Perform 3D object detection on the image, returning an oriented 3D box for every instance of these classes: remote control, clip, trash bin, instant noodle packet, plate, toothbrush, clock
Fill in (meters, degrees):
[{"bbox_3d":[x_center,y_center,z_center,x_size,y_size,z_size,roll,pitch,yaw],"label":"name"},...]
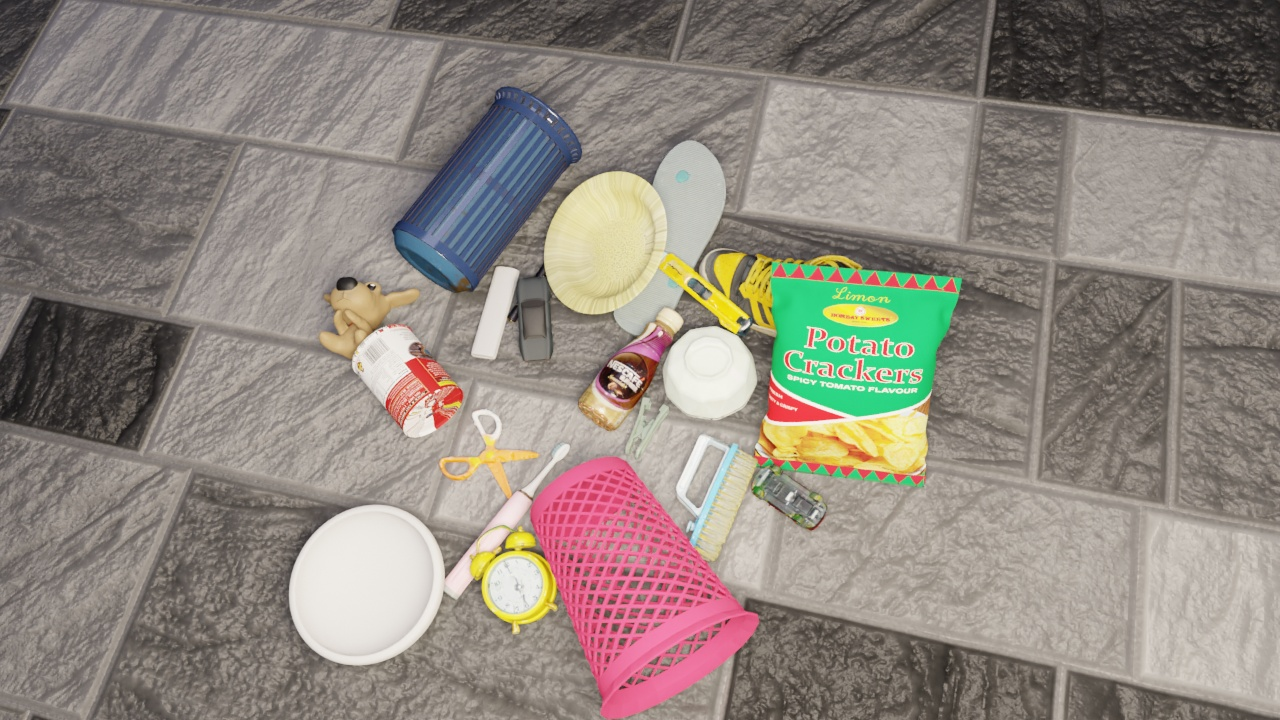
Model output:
[{"bbox_3d":[-0.190,-0.064,1.199,0.033,0.012,0.130,8,69,10],"label":"remote control"},{"bbox_3d":[0.012,0.084,1.108,0.050,0.023,0.078,7,67,11],"label":"clip"},{"bbox_3d":[-0.204,-0.216,1.198,0.139,0.139,0.249,30,76,17],"label":"trash bin"},{"bbox_3d":[0.233,0.020,1.019,0.196,0.253,0.090,6,24,9],"label":"instant noodle packet"},{"bbox_3d":[-0.038,-0.145,1.166,0.185,0.036,0.184,-8,76,31],"label":"plate"},{"bbox_3d":[-0.156,0.185,1.085,0.026,0.027,0.222,20,67,50],"label":"toothbrush"},{"bbox_3d":[-0.144,0.244,1.040,0.083,0.057,0.118,-30,74,-5],"label":"clock"}]

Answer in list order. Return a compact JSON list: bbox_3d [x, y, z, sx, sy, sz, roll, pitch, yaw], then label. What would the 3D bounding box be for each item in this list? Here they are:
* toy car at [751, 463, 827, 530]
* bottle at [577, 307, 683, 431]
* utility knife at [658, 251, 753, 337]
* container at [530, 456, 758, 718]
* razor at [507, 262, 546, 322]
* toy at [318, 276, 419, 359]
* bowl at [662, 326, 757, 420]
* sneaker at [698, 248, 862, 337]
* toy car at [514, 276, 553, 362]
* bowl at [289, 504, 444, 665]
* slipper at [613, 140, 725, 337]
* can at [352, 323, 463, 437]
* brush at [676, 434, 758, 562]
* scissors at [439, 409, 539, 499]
[{"bbox_3d":[0.169,0.157,1.050,0.091,0.036,0.042,34,76,18],"label":"toy car"},{"bbox_3d":[-0.007,0.007,1.121,0.059,0.060,0.165,33,76,18],"label":"bottle"},{"bbox_3d":[0.064,-0.095,1.145,0.191,0.018,0.030,41,91,20],"label":"utility knife"},{"bbox_3d":[-0.013,0.229,0.980,0.183,0.183,0.225,-31,60,-6],"label":"container"},{"bbox_3d":[-0.130,-0.110,1.205,0.043,0.022,0.144,29,74,18],"label":"razor"},{"bbox_3d":[-0.361,-0.054,1.175,0.134,0.106,0.108,-2,56,10],"label":"toy"},{"bbox_3d":[0.083,0.008,1.110,0.117,0.061,0.117,-2,68,5],"label":"bowl"},{"bbox_3d":[0.175,-0.088,1.105,0.239,0.122,0.086,27,72,16],"label":"sneaker"},{"bbox_3d":[-0.134,-0.053,1.166,0.046,0.034,0.112,-5,80,0],"label":"toy car"},{"bbox_3d":[-0.304,0.258,1.050,0.177,0.066,0.176,-3,67,6],"label":"bowl"},{"bbox_3d":[0.045,-0.152,1.194,0.098,0.055,0.268,17,82,11],"label":"slipper"},{"bbox_3d":[-0.288,0.024,1.134,0.086,0.087,0.116,-40,69,-10],"label":"can"},{"bbox_3d":[0.077,0.159,1.050,0.075,0.055,0.135,22,72,10],"label":"brush"},{"bbox_3d":[-0.185,0.111,1.126,0.125,0.011,0.128,-2,68,7],"label":"scissors"}]
